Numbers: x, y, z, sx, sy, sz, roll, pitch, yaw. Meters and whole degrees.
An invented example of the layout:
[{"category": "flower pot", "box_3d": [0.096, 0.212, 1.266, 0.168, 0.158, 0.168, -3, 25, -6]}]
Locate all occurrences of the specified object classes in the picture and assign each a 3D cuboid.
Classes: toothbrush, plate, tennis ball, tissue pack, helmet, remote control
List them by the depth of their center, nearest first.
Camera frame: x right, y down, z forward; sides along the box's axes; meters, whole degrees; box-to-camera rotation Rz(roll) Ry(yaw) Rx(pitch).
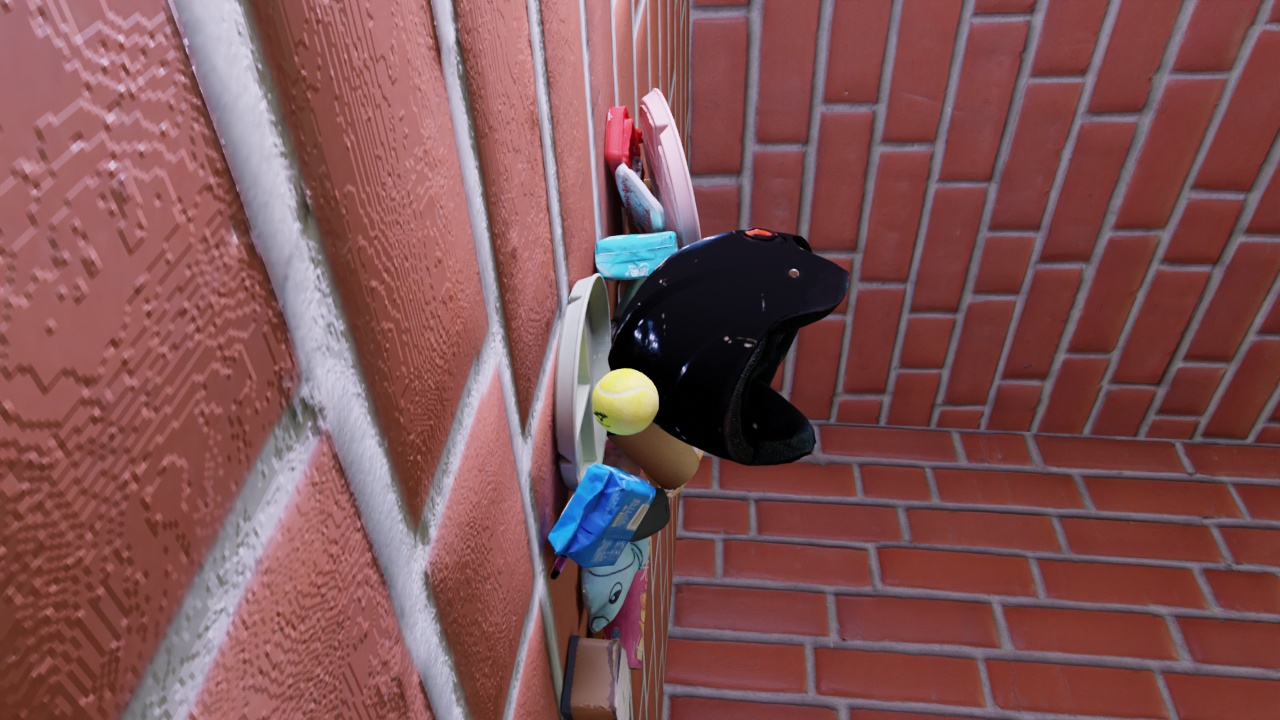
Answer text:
[{"category": "tissue pack", "box_3d": [-0.038, 0.148, 0.882, 0.095, 0.052, 0.157, -59, 163, -3]}, {"category": "tennis ball", "box_3d": [-0.015, 0.041, 0.895, 0.065, 0.065, 0.065, 4, 88, -85]}, {"category": "plate", "box_3d": [-0.057, 0.026, 0.940, 0.230, 0.027, 0.230, 5, 88, -85]}, {"category": "toothbrush", "box_3d": [-0.071, 0.178, 0.942, 0.189, 0.014, 0.018, -64, 146, -76]}, {"category": "helmet", "box_3d": [0.099, -0.026, 0.990, 0.273, 0.230, 0.234, -59, 160, -50]}, {"category": "tissue pack", "box_3d": [-0.003, -0.126, 1.100, 0.133, 0.093, 0.050, -66, 151, -78]}, {"category": "remote control", "box_3d": [0.011, 0.186, 1.111, 0.136, 0.024, 0.053, -8, 88, -66]}, {"category": "plate", "box_3d": [0.035, -0.233, 1.186, 0.229, 0.028, 0.229, 162, -87, -87]}]

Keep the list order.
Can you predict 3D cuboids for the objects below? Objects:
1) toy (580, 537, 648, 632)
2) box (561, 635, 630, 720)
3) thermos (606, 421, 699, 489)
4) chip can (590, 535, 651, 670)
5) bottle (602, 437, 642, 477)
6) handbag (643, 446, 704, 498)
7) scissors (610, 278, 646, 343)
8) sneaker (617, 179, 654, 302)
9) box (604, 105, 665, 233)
[{"category": "toy", "box_3d": [-0.030, 0.239, 1.095, 0.156, 0.050, 0.161, 10, 86, -61]}, {"category": "box", "box_3d": [-0.048, 0.376, 1.038, 0.184, 0.063, 0.089, 82, 11, -52]}, {"category": "thermos", "box_3d": [0.009, 0.086, 1.096, 0.143, 0.093, 0.092, 51, 27, -27]}, {"category": "chip can", "box_3d": [-0.024, 0.286, 1.181, 0.071, 0.071, 0.210, 78, 15, -68]}, {"category": "bottle", "box_3d": [-0.022, 0.115, 1.181, 0.196, 0.068, 0.068, -68, 160, -64]}, {"category": "handbag", "box_3d": [0.011, 0.129, 1.334, 0.179, 0.063, 0.163, -66, -147, 25]}, {"category": "scissors", "box_3d": [-0.021, -0.056, 1.134, 0.172, 0.019, 0.176, -65, 167, -4]}, {"category": "sneaker", "box_3d": [0.022, -0.141, 1.327, 0.088, 0.118, 0.240, 34, 51, -60]}, {"category": "box", "box_3d": [-0.007, -0.224, 1.185, 0.201, 0.063, 0.160, 63, 10, -81]}]
